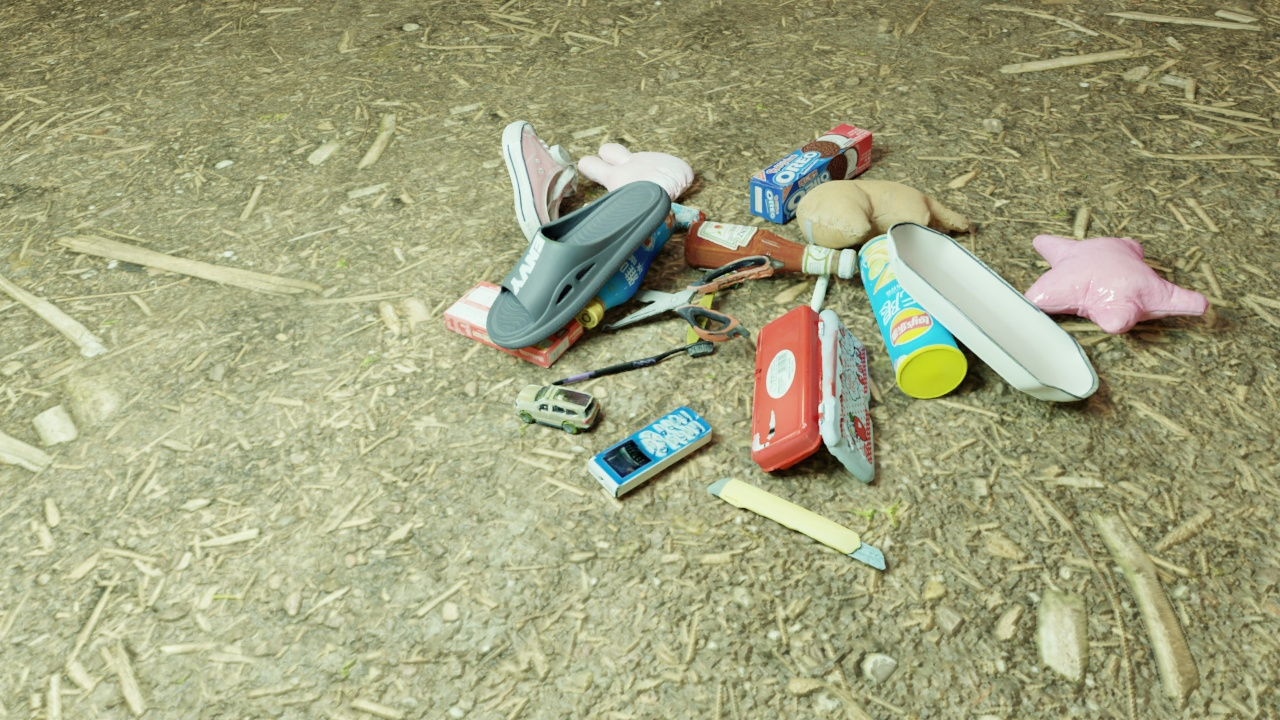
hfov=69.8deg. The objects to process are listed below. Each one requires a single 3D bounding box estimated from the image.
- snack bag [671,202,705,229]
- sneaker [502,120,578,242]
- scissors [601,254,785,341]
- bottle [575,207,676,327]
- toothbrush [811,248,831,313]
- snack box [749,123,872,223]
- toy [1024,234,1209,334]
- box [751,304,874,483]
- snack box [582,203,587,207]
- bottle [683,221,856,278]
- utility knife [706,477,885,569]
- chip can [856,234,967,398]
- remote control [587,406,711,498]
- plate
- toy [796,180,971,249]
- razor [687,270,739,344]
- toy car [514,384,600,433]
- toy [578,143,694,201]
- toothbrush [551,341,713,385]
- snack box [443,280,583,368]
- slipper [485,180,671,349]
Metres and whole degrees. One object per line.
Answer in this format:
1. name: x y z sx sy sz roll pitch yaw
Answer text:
1. snack bag: 0.041 -0.193 1.212 0.105 0.026 0.045 14 45 -4
2. sneaker: -0.128 -0.251 1.250 0.088 0.118 0.240 -21 47 7
3. scissors: 0.061 -0.072 1.061 0.188 0.015 0.225 -42 40 -23
4. bottle: -0.022 -0.117 1.104 0.065 0.065 0.218 13 46 19
5. toothbrush: 0.211 -0.080 1.093 0.020 0.029 0.189 42 43 -13
6. snack box: 0.237 -0.259 1.264 0.207 0.058 0.057 -34 47 -30
7. toy: 0.512 -0.091 1.041 0.178 0.075 0.194 -11 38 -5
8. box: 0.178 0.041 0.944 0.095 0.100 0.200 -32 30 33
9. snack box: -0.065 -0.145 1.182 0.084 0.026 0.156 14 44 18
10. bottle: 0.156 -0.129 1.112 0.206 0.060 0.059 10 43 21
11. utility knife: 0.143 0.145 0.841 0.179 0.019 0.030 19 50 32
12. chip can: 0.295 -0.054 1.017 0.071 0.071 0.209 -4 41 0
13. remote control: 0.012 0.090 0.911 0.124 0.024 0.049 -27 46 -26
14. plate: 0.362 -0.049 0.969 0.265 0.034 0.161 45 36 17
15. toy: 0.309 -0.188 1.166 0.225 0.083 0.143 -8 33 -18
16. razor: 0.079 -0.063 1.080 0.043 0.028 0.132 15 46 15
17. toy car: -0.089 0.046 0.962 0.090 0.035 0.042 10 42 19
18. toy: -0.005 -0.263 1.288 0.159 0.054 0.121 28 49 27
19. toothbrush: -0.006 0.006 1.017 0.189 0.014 0.016 -14 55 -11
20. snack box: -0.149 -0.045 1.075 0.153 0.025 0.075 20 46 25
21. slipper: -0.083 -0.128 1.034 0.267 0.083 0.111 -44 41 -11
